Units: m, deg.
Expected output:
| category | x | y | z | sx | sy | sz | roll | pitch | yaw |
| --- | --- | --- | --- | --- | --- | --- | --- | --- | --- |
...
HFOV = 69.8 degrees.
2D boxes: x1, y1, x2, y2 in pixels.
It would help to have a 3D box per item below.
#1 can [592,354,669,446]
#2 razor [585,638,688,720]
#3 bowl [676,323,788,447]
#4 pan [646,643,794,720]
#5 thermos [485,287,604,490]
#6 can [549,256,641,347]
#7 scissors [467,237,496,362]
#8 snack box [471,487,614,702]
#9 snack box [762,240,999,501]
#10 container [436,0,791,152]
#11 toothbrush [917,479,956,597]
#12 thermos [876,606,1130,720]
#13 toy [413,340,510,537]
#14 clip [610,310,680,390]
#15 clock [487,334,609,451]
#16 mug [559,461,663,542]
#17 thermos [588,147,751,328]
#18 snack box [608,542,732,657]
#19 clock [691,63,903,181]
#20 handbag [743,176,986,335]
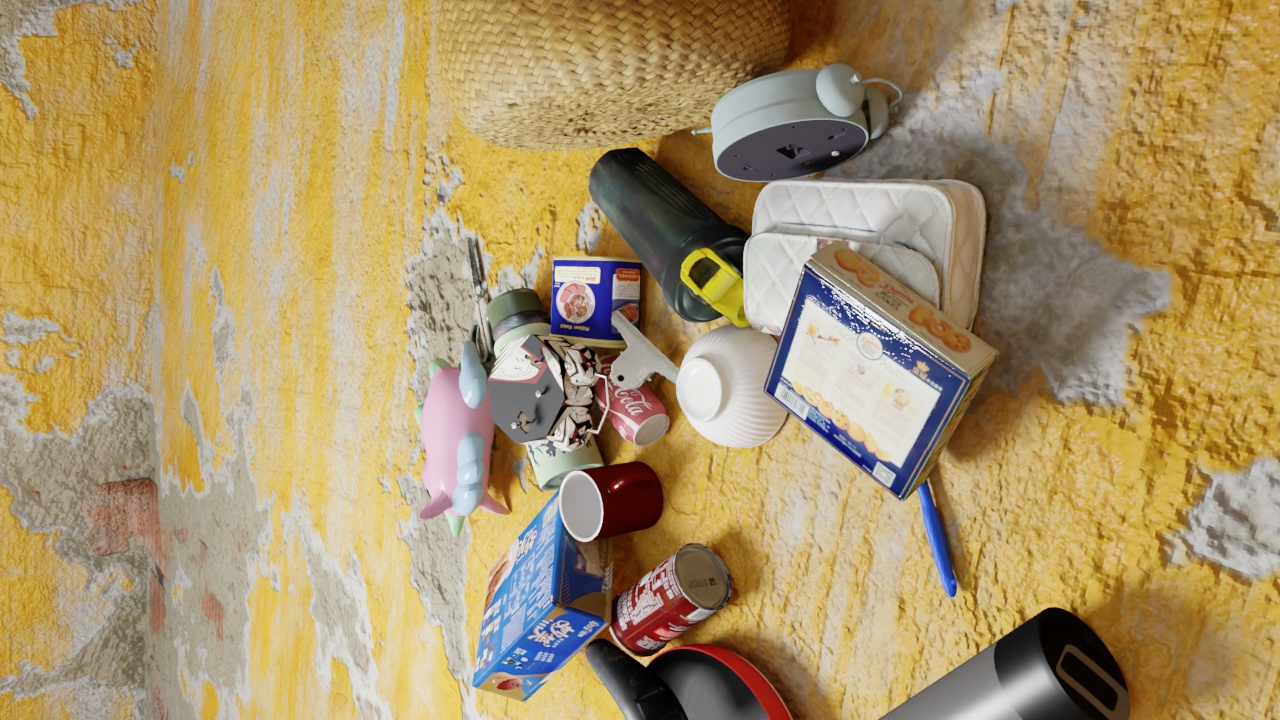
| category | x | y | z | sx | sy | sz | roll | pitch | yaw |
| --- | --- | --- | --- | --- | --- | --- | --- | --- | --- |
| can | -0.015 | 0.041 | 0.953 | 0.096 | 0.054 | 0.054 | 49 | 126 | 35 |
| razor | -0.010 | 0.328 | 0.901 | 0.151 | 0.053 | 0.067 | 28 | 129 | 54 |
| bowl | 0.075 | 0.025 | 0.845 | 0.118 | 0.062 | 0.118 | 4 | 96 | 48 |
| pan | 0.109 | 0.423 | 0.830 | 0.356 | 0.067 | 0.209 | 52 | 128 | 33 |
| thermos | -0.111 | 0.026 | 1.048 | 0.083 | 0.082 | 0.231 | -40 | 63 | 42 |
| can | -0.049 | -0.064 | 0.983 | 0.116 | 0.056 | 0.092 | 8 | 97 | 48 |
| scissors | -0.199 | -0.082 | 1.184 | 0.121 | 0.012 | 0.171 | 17 | 104 | 43 |
| snack box | -0.106 | 0.257 | 1.011 | 0.203 | 0.069 | 0.154 | -51 | 26 | 37 |
| snack box | 0.169 | 0.010 | 0.678 | 0.144 | 0.042 | 0.145 | 41 | 143 | 26 |
| container | -0.024 | -0.295 | 0.764 | 0.308 | 0.306 | 0.196 | -10 | 93 | 48 |
| toothbrush | 0.223 | 0.093 | 0.719 | 0.018 | 0.016 | 0.182 | -22 | 76 | 42 |
| thermos | 0.234 | 0.276 | 0.669 | 0.241 | 0.082 | 0.082 | -53 | 55 | 36 |
| toy | -0.227 | 0.096 | 1.163 | 0.171 | 0.120 | 0.223 | 51 | 129 | 45 |
| clip | -0.004 | 0.003 | 0.907 | 0.102 | 0.058 | 0.050 | 43 | 168 | 6 |
| clock | -0.095 | 0.033 | 0.942 | 0.155 | 0.065 | 0.114 | 11 | 94 | 38 |
| mug | -0.021 | 0.138 | 0.945 | 0.106 | 0.082 | 0.073 | -42 | 62 | 41 |
| thermos | 0.030 | -0.121 | 0.866 | 0.220 | 0.098 | 0.098 | 53 | 128 | 37 |
| snack box | 0.028 | 0.237 | 0.907 | 0.122 | 0.072 | 0.072 | -46 | 59 | 39 |
| clock | 0.128 | -0.189 | 0.730 | 0.160 | 0.122 | 0.045 | -15 | 77 | 34 |
| handbag | 0.168 | -0.076 | 0.726 | 0.195 | 0.072 | 0.139 | 13 | 105 | 48 |
